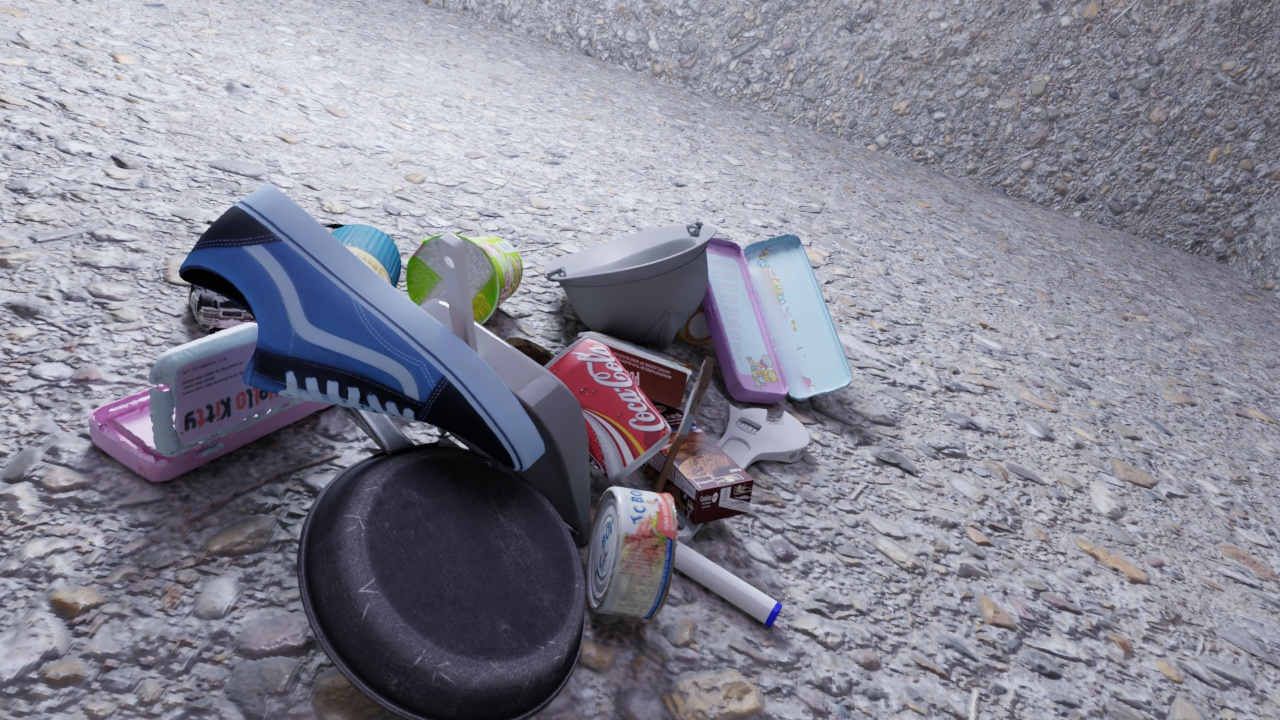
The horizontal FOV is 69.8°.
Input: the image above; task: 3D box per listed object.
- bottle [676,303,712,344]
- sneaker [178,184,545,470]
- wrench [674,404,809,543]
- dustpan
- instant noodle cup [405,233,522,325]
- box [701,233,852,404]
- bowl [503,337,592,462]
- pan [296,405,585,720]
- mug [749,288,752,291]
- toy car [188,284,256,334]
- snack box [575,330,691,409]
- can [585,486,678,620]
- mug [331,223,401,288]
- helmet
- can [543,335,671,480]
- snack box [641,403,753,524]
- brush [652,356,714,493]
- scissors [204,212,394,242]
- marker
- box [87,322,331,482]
[{"bbox_3d":[0.061,-0.065,1.086,0.063,0.063,0.108,11,27,-17],"label":"bottle"},{"bbox_3d":[-0.174,0.005,0.558,0.241,0.084,0.098,40,68,0],"label":"sneaker"},{"bbox_3d":[0.085,0.100,0.828,0.087,0.018,0.272,26,28,15],"label":"wrench"},{"bbox_3d":[-0.104,0.014,0.619,0.163,0.258,0.033,32,53,26],"label":"dustpan"},{"bbox_3d":[-0.171,-0.086,0.942,0.099,0.099,0.107,23,18,8],"label":"instant noodle cup"},{"bbox_3d":[0.141,-0.051,1.030,0.149,0.049,0.214,-5,60,-15],"label":"box"},{"bbox_3d":[-0.091,0.046,0.750,0.121,0.056,0.121,42,22,-22],"label":"bowl"},{"bbox_3d":[-0.155,0.063,0.585,0.186,0.055,0.356,-8,58,-49],"label":"pan"},{"bbox_3d":[0.148,-0.055,1.116,0.113,0.071,0.084,23,26,7],"label":"mug"},{"bbox_3d":[-0.357,-0.043,0.784,0.048,0.040,0.113,3,12,-31],"label":"toy car"},{"bbox_3d":[-0.005,0.005,0.857,0.101,0.031,0.186,20,3,2],"label":"snack box"},{"bbox_3d":[-0.006,0.130,0.622,0.043,0.086,0.086,11,27,-13],"label":"can"},{"bbox_3d":[-0.259,-0.064,0.859,0.113,0.083,0.107,42,15,-21],"label":"mug"},{"bbox_3d":[-0.001,-0.070,1.002,0.183,0.118,0.271,-20,14,-14],"label":"helmet"},{"bbox_3d":[-0.029,0.037,0.717,0.105,0.064,0.064,52,30,2],"label":"can"},{"bbox_3d":[0.035,0.083,0.776,0.051,0.032,0.141,-7,27,-25],"label":"snack box"},{"bbox_3d":[0.028,0.064,0.710,0.008,0.143,0.045,20,34,0],"label":"brush"},{"bbox_3d":[-0.352,-0.120,0.966,0.209,0.015,0.146,4,31,-31],"label":"scissors"},{"bbox_3d":[0.039,0.153,0.685,0.141,0.020,0.020,29,27,19],"label":"marker"},{"bbox_3d":[-0.285,0.001,0.667,0.087,0.103,0.201,29,27,15],"label":"box"}]
